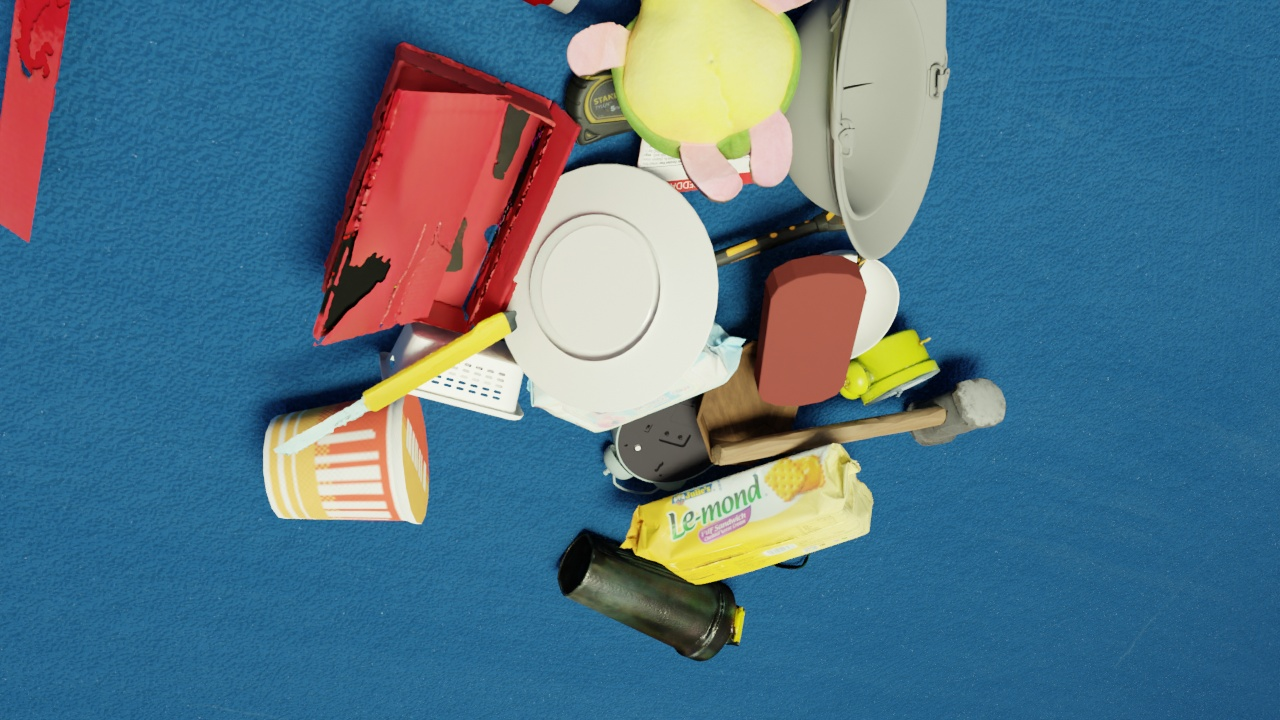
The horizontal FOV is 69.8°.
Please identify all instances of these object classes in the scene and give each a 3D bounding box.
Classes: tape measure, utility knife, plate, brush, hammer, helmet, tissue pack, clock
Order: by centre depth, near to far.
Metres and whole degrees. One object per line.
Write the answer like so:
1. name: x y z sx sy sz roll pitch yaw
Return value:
1. tape measure: -0.031 -0.213 0.751 0.061 0.034 0.061 -19 129 -18
2. helmet: 0.160 -0.221 0.753 0.182 0.118 0.271 -36 130 -38
3. utility knife: -0.199 0.019 0.763 0.224 0.019 0.030 -34 143 -15
4. plate: -0.036 -0.060 0.768 0.209 0.208 0.015 -51 163 18
5. brush: 0.148 -0.029 0.827 0.082 0.041 0.174 -5 139 -3
6. tissue pack: -0.005 0.005 0.831 0.182 0.070 0.112 -22 148 24
7. hammer: 0.054 -0.084 0.837 0.320 0.036 0.123 -19 90 2
8. plate: 0.103 0.040 0.905 0.131 0.025 0.131 -11 111 -30
9. hammer: 0.221 0.070 0.930 0.327 0.052 0.098 -7 165 -24
10. clock: 0.244 0.013 0.935 0.119 0.057 0.083 -24 169 3
11. clock: 0.025 0.075 0.942 0.122 0.045 0.160 17 116 -24

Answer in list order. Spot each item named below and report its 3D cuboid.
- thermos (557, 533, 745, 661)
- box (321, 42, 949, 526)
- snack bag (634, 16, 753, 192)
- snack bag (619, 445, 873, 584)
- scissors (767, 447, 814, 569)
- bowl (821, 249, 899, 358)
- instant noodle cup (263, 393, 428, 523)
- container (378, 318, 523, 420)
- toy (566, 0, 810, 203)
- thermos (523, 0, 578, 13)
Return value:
1. thermos: 0.017 0.268 1.033 0.220 0.098 0.098 30 110 -24
2. box: -0.022 -0.052 0.740 0.478 0.170 0.215 33 114 11
3. snack bag: 0.054 -0.212 0.765 0.130 0.039 0.144 -11 119 -23
4. snack bag: 0.118 0.167 0.941 0.248 0.068 0.159 -21 153 15
5. scissors: 0.151 0.184 1.062 0.202 0.015 0.204 -32 124 8
6. bowl: 0.188 -0.060 0.895 0.114 0.050 0.115 -6 121 -10
7. instant noodle cup: -0.265 0.091 0.835 0.121 0.123 0.124 -5 123 -4
8. container: -0.164 0.004 0.828 0.129 0.080 0.049 17 104 -24
9. toy: 0.042 -0.236 0.681 0.190 0.087 0.238 -20 96 3
10. thermos: -0.122 -0.328 0.629 0.198 0.084 0.108 18 98 -22
